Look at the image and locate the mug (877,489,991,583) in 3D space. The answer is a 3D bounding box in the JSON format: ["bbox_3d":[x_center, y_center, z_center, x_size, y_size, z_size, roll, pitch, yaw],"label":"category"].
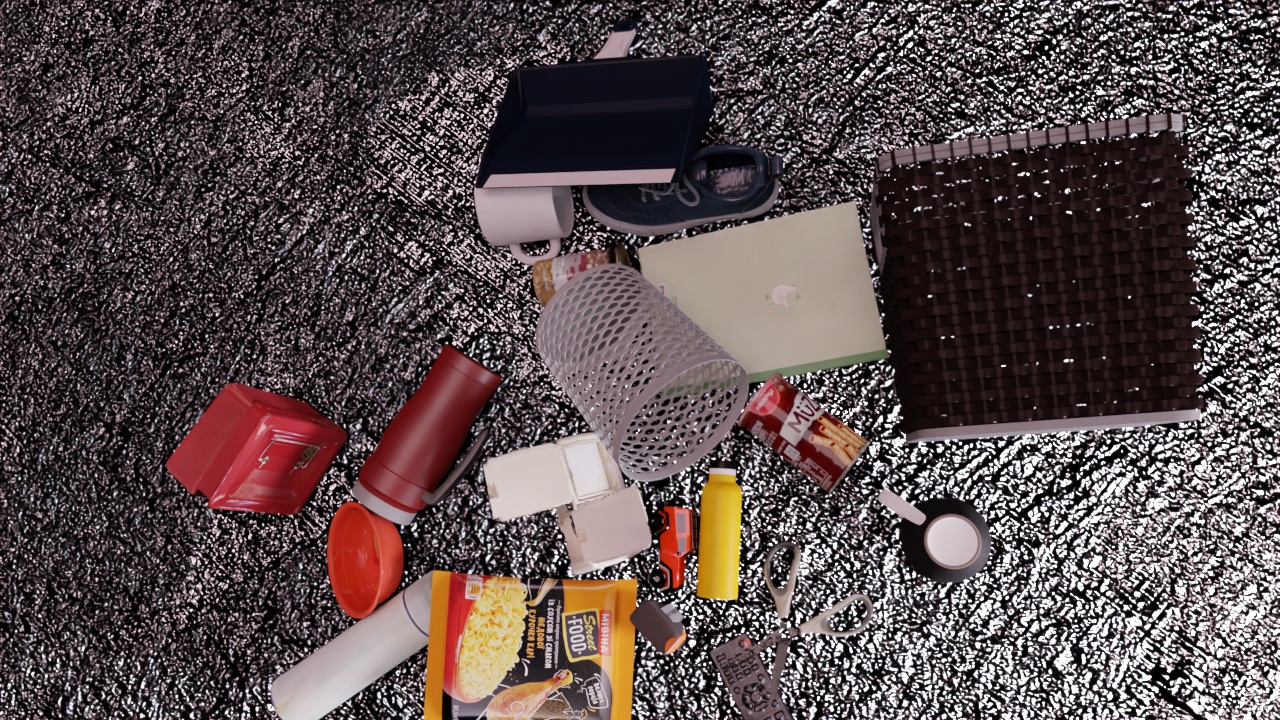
[{"bbox_3d":[0.287,0.166,0.904,0.119,0.100,0.085,36,90,16],"label":"mug"}]

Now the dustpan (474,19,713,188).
[{"bbox_3d":[-0.043,-0.299,1.041,0.236,0.080,0.272,2,39,18],"label":"dustpan"}]

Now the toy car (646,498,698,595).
[{"bbox_3d":[0.036,0.199,0.983,0.049,0.051,0.100,-4,79,13],"label":"toy car"}]

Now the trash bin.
[{"bbox_3d":[-0.006,0.006,0.953,0.156,0.156,0.183,-44,55,3],"label":"trash bin"}]

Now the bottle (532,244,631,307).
[{"bbox_3d":[-0.066,-0.096,1.053,0.105,0.056,0.056,-9,79,12],"label":"bottle"}]

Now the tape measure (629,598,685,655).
[{"bbox_3d":[0.024,0.278,0.969,0.058,0.059,0.038,41,90,26],"label":"tape measure"}]

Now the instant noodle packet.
[{"bbox_3d":[-0.117,0.311,0.986,0.221,0.032,0.160,3,87,-2],"label":"instant noodle packet"}]

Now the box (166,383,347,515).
[{"bbox_3d":[-0.436,0.104,1.056,0.087,0.157,0.129,38,89,22],"label":"box"}]

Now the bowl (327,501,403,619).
[{"bbox_3d":[-0.307,0.225,1.045,0.131,0.045,0.130,-1,89,46],"label":"bowl"}]

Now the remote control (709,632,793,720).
[{"bbox_3d":[0.128,0.360,0.952,0.047,0.022,0.150,-30,74,7],"label":"remote control"}]

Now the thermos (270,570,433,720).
[{"bbox_3d":[-0.306,0.326,1.035,0.230,0.068,0.068,-35,75,5],"label":"thermos"}]

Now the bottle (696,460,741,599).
[{"bbox_3d":[0.085,0.179,0.979,0.043,0.043,0.143,1,81,13],"label":"bottle"}]

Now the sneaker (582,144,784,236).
[{"bbox_3d":[0.043,-0.197,1.028,0.236,0.087,0.089,-4,80,12],"label":"sneaker"}]

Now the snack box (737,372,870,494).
[{"bbox_3d":[0.171,0.076,0.962,0.121,0.072,0.072,38,91,16],"label":"snack box"}]

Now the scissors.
[{"bbox_3d":[0.161,0.267,0.954,0.171,0.012,0.157,-13,70,4],"label":"scissors"}]

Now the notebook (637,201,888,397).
[{"bbox_3d":[0.131,-0.066,1.026,0.253,0.010,0.181,-11,79,11],"label":"notebook"}]

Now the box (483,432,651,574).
[{"bbox_3d":[-0.050,0.140,0.929,0.105,0.187,0.143,-24,80,33],"label":"box"}]

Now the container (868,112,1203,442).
[{"bbox_3d":[0.353,-0.055,0.855,0.246,0.247,0.243,-5,83,12],"label":"container"}]

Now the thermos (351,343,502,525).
[{"bbox_3d":[-0.234,0.090,1.047,0.108,0.084,0.198,31,87,17],"label":"thermos"}]

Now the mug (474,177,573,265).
[{"bbox_3d":[-0.131,-0.170,1.070,0.090,0.090,0.121,-5,112,12],"label":"mug"}]
